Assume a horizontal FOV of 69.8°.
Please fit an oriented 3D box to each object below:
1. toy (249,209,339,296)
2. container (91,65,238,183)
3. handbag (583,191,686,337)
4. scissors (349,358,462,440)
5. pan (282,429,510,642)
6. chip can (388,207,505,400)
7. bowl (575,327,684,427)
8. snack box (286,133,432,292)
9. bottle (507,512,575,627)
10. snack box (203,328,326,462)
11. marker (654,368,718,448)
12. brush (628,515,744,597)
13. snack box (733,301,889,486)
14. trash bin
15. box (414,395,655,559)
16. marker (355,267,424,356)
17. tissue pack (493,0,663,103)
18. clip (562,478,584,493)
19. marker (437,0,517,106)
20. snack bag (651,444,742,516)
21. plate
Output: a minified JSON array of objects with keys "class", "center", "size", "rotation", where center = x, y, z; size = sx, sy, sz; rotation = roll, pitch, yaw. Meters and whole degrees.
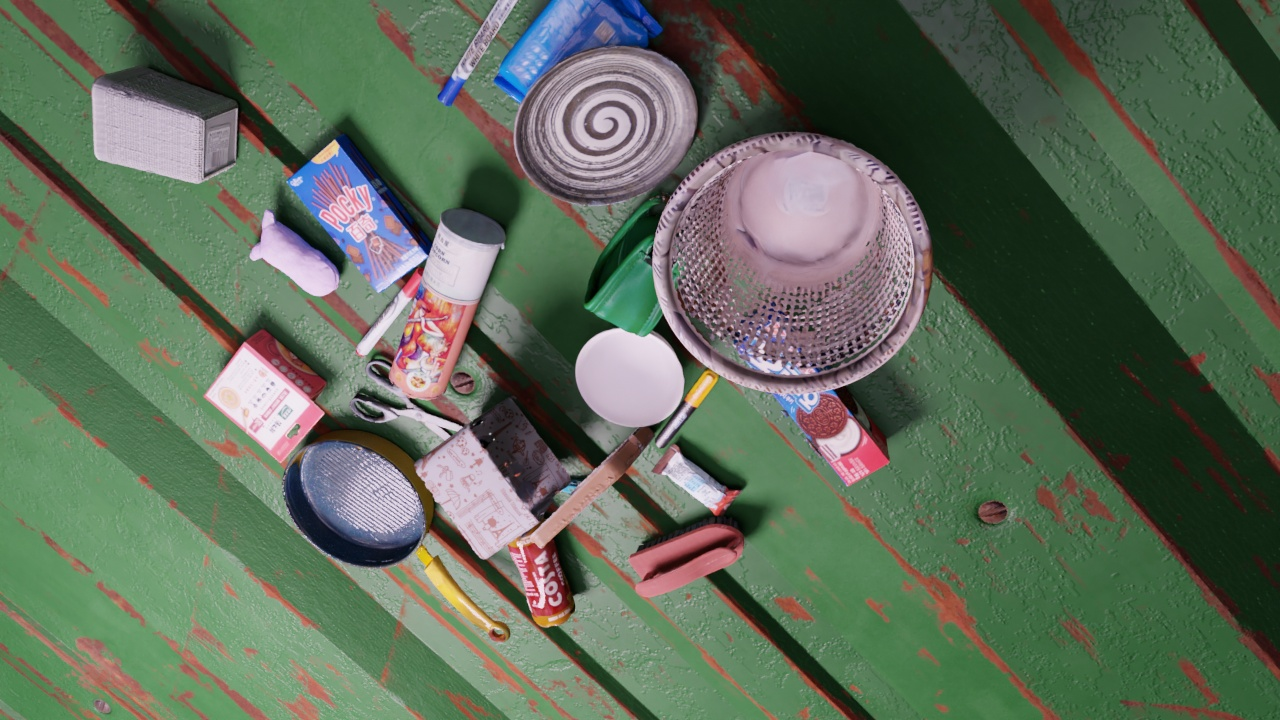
[{"class":"toy","center":[-0.393,-0.113,1.047],"size":[0.108,0.038,0.084],"rotation":[36,133,-11]},{"class":"container","center":[-0.501,-0.249,0.978],"size":[0.114,0.090,0.090],"rotation":[17,119,1]},{"class":"handbag","center":[0.001,-0.096,0.908],"size":[0.068,0.131,0.120],"rotation":[27,116,-11]},{"class":"scissors","center":[-0.277,0.063,1.123],"size":[0.160,0.014,0.170],"rotation":[-9,115,17]},{"class":"pan","center":[-0.304,0.235,1.179],"size":[0.357,0.078,0.198],"rotation":[37,119,-6]},{"class":"chip can","center":[-0.216,-0.058,1.014],"size":[0.071,0.071,0.215],"rotation":[26,120,-1]},{"class":"bowl","center":[-0.006,0.006,0.997],"size":[0.118,0.064,0.118],"rotation":[5,118,10]},{"class":"snack box","center":[-0.306,-0.159,1.008],"size":[0.085,0.026,0.157],"rotation":[-30,106,26]},{"class":"bottle","center":[-0.131,0.252,1.157],"size":[0.057,0.057,0.175],"rotation":[-7,115,17]},{"class":"snack box","center":[-0.457,0.045,1.139],"size":[0.127,0.044,0.113],"rotation":[44,117,-9]},{"class":"marker","center":[0.051,0.056,1.037],"size":[0.018,0.015,0.124],"rotation":[35,121,0]},{"class":"brush","center":[0.059,0.236,1.096],"size":[0.146,0.069,0.063],"rotation":[-27,108,24]},{"class":"snack box","center":[0.181,0.036,0.971],"size":[0.058,0.057,0.207],"rotation":[-35,103,23]},{"class":"trash bin","center":[0.140,-0.112,0.827],"size":[0.228,0.191,0.228],"rotation":[6,118,11]},{"class":"box","center":[-0.104,0.102,1.000],"size":[0.193,0.183,0.157],"rotation":[-38,92,11]},{"class":"marker","center":[-0.289,-0.054,1.064],"size":[0.017,0.017,0.146],"rotation":[41,118,-9]},{"class":"tissue pack","center":[-0.060,-0.292,0.866],"size":[0.095,0.052,0.157],"rotation":[42,118,-12]},{"class":"clip","center":[-0.072,0.154,1.114],"size":[0.057,0.049,0.015],"rotation":[2,119,23]},{"class":"marker","center":[-0.157,-0.311,0.900],"size":[0.017,0.016,0.146],"rotation":[39,119,-7]},{"class":"snack bag","center":[0.066,0.141,1.070],"size":[0.104,0.026,0.048],"rotation":[34,113,-4]},{"class":"plate","center":[-0.033,-0.223,0.873],"size":[0.179,0.024,0.180],"rotation":[-10,140,-9]}]
